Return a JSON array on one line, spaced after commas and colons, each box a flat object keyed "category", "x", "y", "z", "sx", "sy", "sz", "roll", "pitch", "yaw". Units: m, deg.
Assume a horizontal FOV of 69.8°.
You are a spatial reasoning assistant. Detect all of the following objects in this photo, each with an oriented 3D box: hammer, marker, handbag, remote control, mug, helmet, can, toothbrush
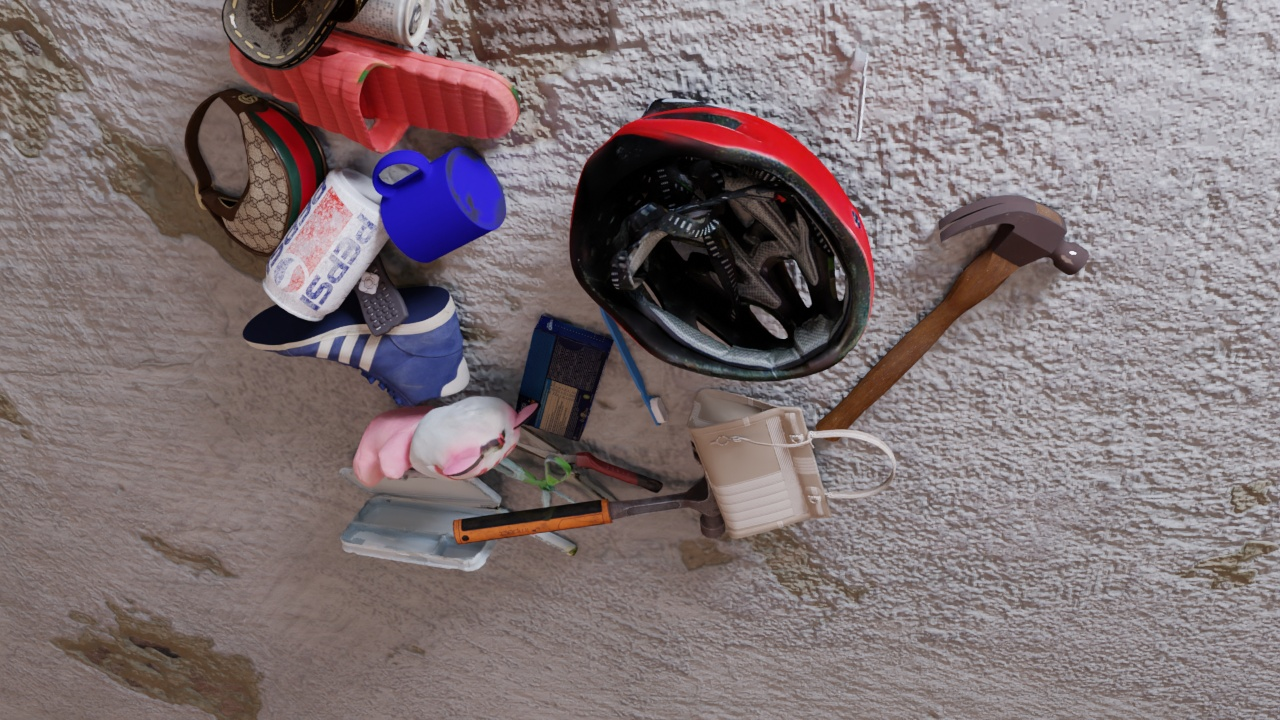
[{"category": "hammer", "x": 0.266, "y": -0.024, "z": 0.866, "sx": 0.115, "sy": 0.033, "sz": 0.324, "roll": 26, "pitch": 132, "yaw": -10}, {"category": "marker", "x": -0.148, "y": 0.216, "z": 1.192, "sx": 0.146, "sy": 0.017, "sz": 0.017, "roll": 30, "pitch": 131, "yaw": -12}, {"category": "handbag", "x": -0.380, "y": -0.181, "z": 0.892, "sx": 0.138, "sy": 0.063, "sz": 0.167, "roll": 39, "pitch": 134, "yaw": 3}, {"category": "handbag", "x": 0.170, "y": 0.111, "z": 0.976, "sx": 0.198, "sy": 0.062, "sz": 0.176, "roll": -4, "pitch": 129, "yaw": 24}, {"category": "remote control", "x": -0.274, "y": -0.085, "z": 0.919, "sx": 0.046, "sy": 0.009, "sz": 0.124, "roll": -30, "pitch": 79, "yaw": 15}, {"category": "mug", "x": -0.191, "y": -0.150, "z": 0.837, "sx": 0.084, "sy": 0.079, "sz": 0.111, "roll": -20, "pitch": 141, "yaw": 29}, {"category": "helmet", "x": 0.073, "y": -0.095, "z": 0.763, "sx": 0.272, "sy": 0.166, "sz": 0.218, "roll": 40, "pitch": 128, "yaw": -19}, {"category": "hammer", "x": -0.060, "y": 0.168, "z": 1.058, "sx": 0.314, "sy": 0.035, "sz": 0.138, "roll": -8, "pitch": 127, "yaw": -1}, {"category": "can", "x": -0.296, "y": -0.110, "z": 0.879, "sx": 0.078, "sy": 0.078, "sz": 0.136, "roll": 36, "pitch": 105, "yaw": -17}, {"category": "can", "x": -0.244, "y": -0.299, "z": 0.747, "sx": 0.135, "sy": 0.054, "sz": 0.054, "roll": 14, "pitch": 132, "yaw": 2}, {"category": "toothbrush", "x": 0.153, "y": -0.190, "z": 0.650, "sx": 0.010, "sy": 0.181, "sz": 0.010, "roll": 20, "pitch": 127, "yaw": 1}, {"category": "toothbrush", "x": -0.006, "y": 0.006, "z": 0.972, "sx": 0.014, "sy": 0.016, "sz": 0.167, "roll": -10, "pitch": 126, "yaw": 22}]

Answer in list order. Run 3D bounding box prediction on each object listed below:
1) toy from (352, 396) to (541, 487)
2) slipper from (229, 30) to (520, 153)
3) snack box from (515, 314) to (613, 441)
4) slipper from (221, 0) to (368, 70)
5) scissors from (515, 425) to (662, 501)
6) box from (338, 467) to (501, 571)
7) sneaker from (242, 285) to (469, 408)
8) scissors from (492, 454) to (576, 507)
[{"category": "toy", "x": -0.217, "y": 0.088, "z": 1.011, "sx": 0.214, "sy": 0.141, "sz": 0.084, "roll": -5, "pitch": 105, "yaw": 42}, {"category": "slipper", "x": -0.230, "y": -0.223, "z": 0.787, "sx": 0.249, "sy": 0.059, "sz": 0.104, "roll": 11, "pitch": 155, "yaw": -2}, {"category": "snack box", "x": -0.087, "y": 0.022, "z": 1.001, "sx": 0.082, "sy": 0.027, "sz": 0.151, "roll": 21, "pitch": 133, "yaw": 0}, {"category": "slipper", "x": -0.218, "y": -0.322, "z": 0.666, "sx": 0.268, "sy": 0.075, "sz": 0.113, "roll": -41, "pitch": 100, "yaw": 17}, {"category": "scissors", "x": -0.063, "y": 0.132, "z": 1.084, "sx": 0.187, "sy": 0.015, "sz": 0.179, "roll": -1, "pitch": 138, "yaw": 14}, {"category": "box", "x": -0.282, "y": 0.171, "z": 1.134, "sx": 0.216, "sy": 0.106, "sz": 0.125, "roll": 3, "pitch": 123, "yaw": 19}, {"category": "sneaker", "x": -0.295, "y": -0.007, "z": 0.996, "sx": 0.233, "sy": 0.091, "sz": 0.118, "roll": -7, "pitch": 131, "yaw": 10}, {"category": "scissors", "x": -0.118, "y": 0.148, "z": 1.106, "sx": 0.168, "sy": 0.023, "sz": 0.172, "roll": 14, "pitch": 146, "yaw": 0}]
